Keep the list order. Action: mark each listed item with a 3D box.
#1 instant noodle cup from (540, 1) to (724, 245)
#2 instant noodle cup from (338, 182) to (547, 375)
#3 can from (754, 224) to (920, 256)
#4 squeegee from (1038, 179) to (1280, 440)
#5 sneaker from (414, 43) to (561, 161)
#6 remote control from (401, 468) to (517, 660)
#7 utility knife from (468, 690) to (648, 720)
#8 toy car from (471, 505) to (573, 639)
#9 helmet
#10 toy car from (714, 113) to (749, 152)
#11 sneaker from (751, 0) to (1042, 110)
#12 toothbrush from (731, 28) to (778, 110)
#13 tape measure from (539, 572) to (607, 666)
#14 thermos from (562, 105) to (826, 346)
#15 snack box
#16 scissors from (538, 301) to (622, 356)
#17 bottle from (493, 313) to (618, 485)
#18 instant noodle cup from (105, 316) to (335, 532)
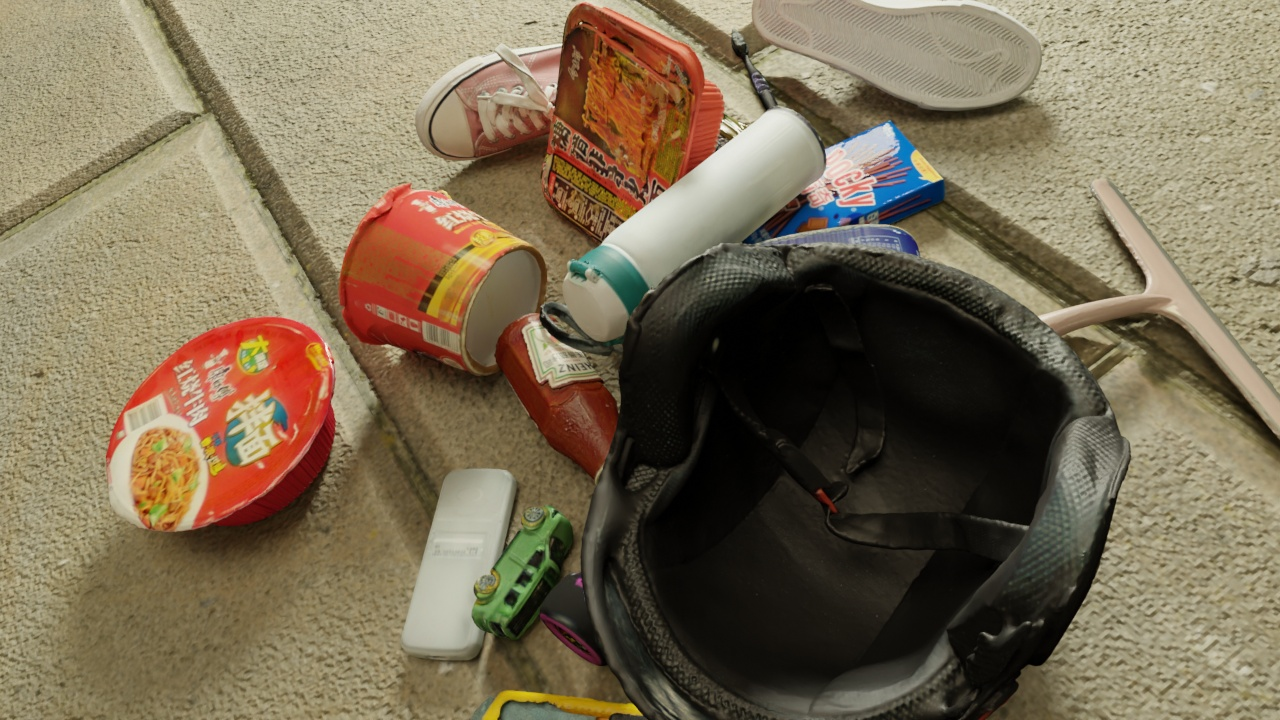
[{"bbox_3d":[-0.004,-0.184,0.751,0.078,0.189,0.164,-19,45,-37],"label":"instant noodle cup"},{"bbox_3d":[-0.147,-0.055,0.717,0.109,0.138,0.137,25,66,21],"label":"instant noodle cup"},{"bbox_3d":[0.128,-0.051,0.655,0.148,0.075,0.049,-9,50,11],"label":"can"},{"bbox_3d":[0.256,-0.011,0.608,0.250,0.040,0.247,-19,53,5],"label":"squeegee"},{"bbox_3d":[-0.093,-0.241,0.847,0.241,0.118,0.087,-17,32,-1],"label":"sneaker"},{"bbox_3d":[-0.123,0.138,0.633,0.056,0.020,0.135,-3,55,17],"label":"remote control"},{"bbox_3d":[-0.029,0.219,0.548,0.165,0.015,0.033,-1,53,18],"label":"utility knife"},{"bbox_3d":[-0.074,0.139,0.603,0.036,0.043,0.091,17,64,30],"label":"toy car"},{"bbox_3d":[0.102,0.076,0.476,0.233,0.230,0.274,34,78,26],"label":"helmet"},{"bbox_3d":[0.048,-0.195,0.807,0.070,0.042,0.158,-38,51,-12],"label":"toy car"},{"bbox_3d":[0.217,-0.275,0.790,0.242,0.090,0.090,21,22,12],"label":"sneaker"},{"bbox_3d":[0.113,-0.248,0.838,0.014,0.017,0.188,-19,53,3],"label":"toothbrush"},{"bbox_3d":[-0.031,0.158,0.566,0.058,0.057,0.039,32,64,18],"label":"tape measure"},{"bbox_3d":[0.040,-0.097,0.673,0.223,0.073,0.073,-41,53,-20],"label":"thermos"},{"bbox_3d":[0.151,-0.130,0.733,0.157,0.026,0.084,-24,51,0],"label":"snack box"},{"bbox_3d":[0.000,-0.001,0.670,0.159,0.014,0.175,17,32,-10],"label":"scissors"},{"bbox_3d":[-0.038,0.046,0.646,0.059,0.060,0.206,-33,52,-7],"label":"bottle"},{"bbox_3d":[-0.317,0.059,0.725,0.194,0.066,0.193,-8,53,11],"label":"instant noodle cup"}]
